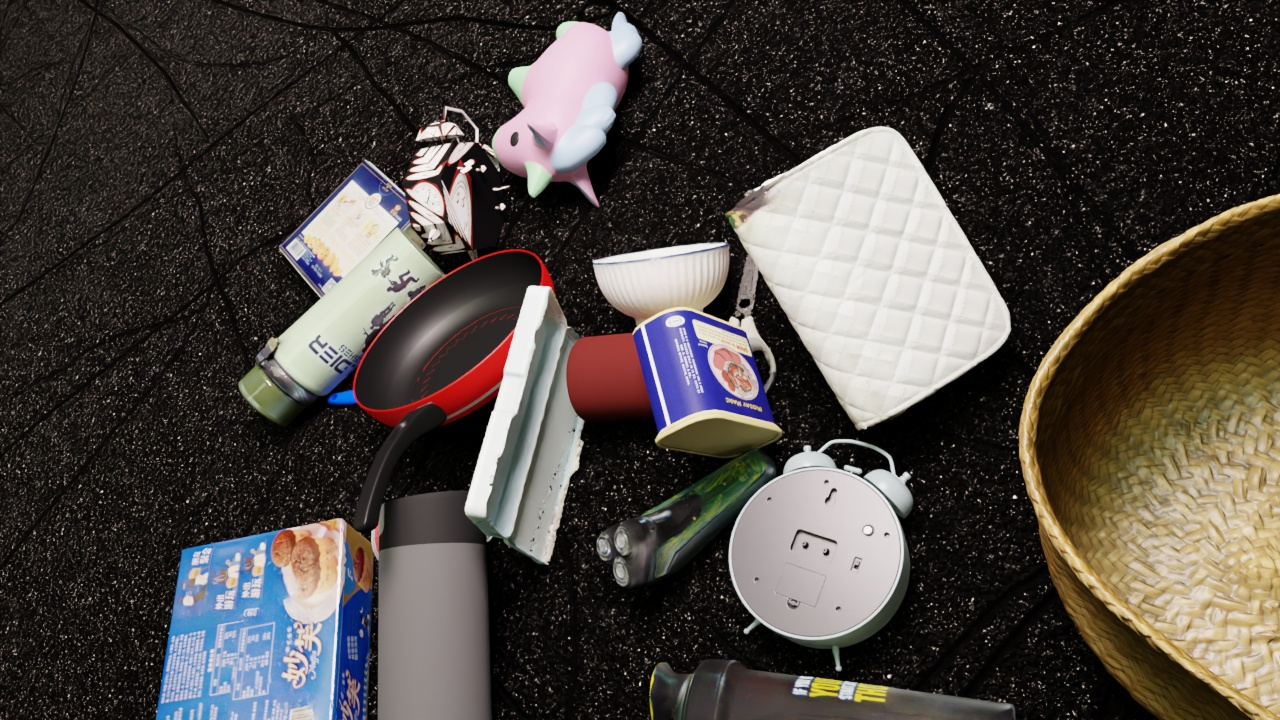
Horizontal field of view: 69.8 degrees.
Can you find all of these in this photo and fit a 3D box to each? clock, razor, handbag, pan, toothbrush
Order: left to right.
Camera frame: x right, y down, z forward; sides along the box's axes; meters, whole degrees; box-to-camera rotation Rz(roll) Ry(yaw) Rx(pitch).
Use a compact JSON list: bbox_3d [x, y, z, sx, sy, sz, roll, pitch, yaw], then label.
[{"bbox_3d":[-0.242,0.030,0.913,0.183,0.018,0.016,-7,60,23],"label":"toothbrush"},{"bbox_3d":[-0.173,0.024,0.788,0.209,0.067,0.355,-22,34,20],"label":"pan"},{"bbox_3d":[-0.180,-0.186,0.940,0.065,0.114,0.154,-3,79,25],"label":"clock"},{"bbox_3d":[0.038,0.115,0.699,0.151,0.067,0.054,-35,58,-5],"label":"razor"},{"bbox_3d":[0.133,0.129,0.655,0.123,0.045,0.159,14,69,32],"label":"clock"},{"bbox_3d":[0.166,-0.061,0.678,0.138,0.072,0.195,-30,88,-11],"label":"handbag"}]

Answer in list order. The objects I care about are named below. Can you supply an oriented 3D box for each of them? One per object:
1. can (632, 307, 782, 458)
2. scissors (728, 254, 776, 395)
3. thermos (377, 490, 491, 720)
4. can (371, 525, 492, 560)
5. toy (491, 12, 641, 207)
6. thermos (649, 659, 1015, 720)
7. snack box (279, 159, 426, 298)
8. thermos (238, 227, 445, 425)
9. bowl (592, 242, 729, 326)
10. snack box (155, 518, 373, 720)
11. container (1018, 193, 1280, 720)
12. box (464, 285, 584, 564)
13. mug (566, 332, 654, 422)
[{"bbox_3d":[0.050,0.018,0.703,0.057,0.116,0.092,-29,63,31],"label":"can"},{"bbox_3d":[0.098,-0.036,0.786,0.121,0.012,0.171,31,78,32],"label":"scissors"},{"bbox_3d":[-0.154,0.222,0.688,0.082,0.082,0.240,-11,72,21],"label":"thermos"},{"bbox_3d":[-0.179,0.147,0.794,0.097,0.054,0.054,-17,57,17],"label":"can"},{"bbox_3d":[-0.065,-0.269,0.945,0.222,0.120,0.171,-47,44,-3],"label":"toy"},{"bbox_3d":[0.117,0.244,0.574,0.221,0.098,0.098,-2,62,19],"label":"thermos"},{"bbox_3d":[-0.316,-0.136,1.029,0.145,0.042,0.144,-46,53,-4],"label":"snack box"},{"bbox_3d":[-0.309,-0.033,0.942,0.231,0.082,0.082,-43,53,-1],"label":"thermos"},{"bbox_3d":[0.021,-0.063,0.794,0.118,0.117,0.062,-3,101,25],"label":"bowl"},{"bbox_3d":[-0.313,0.251,0.775,0.155,0.069,0.202,-12,58,6],"label":"snack box"},{"bbox_3d":[0.376,0.075,0.472,0.308,0.196,0.306,-13,59,22],"label":"container"},{"bbox_3d":[-0.085,0.053,0.748,0.041,0.134,0.196,5,65,17],"label":"box"},{"bbox_3d":[-0.005,0.005,0.785,0.083,0.073,0.105,-4,33,24],"label":"mug"}]
